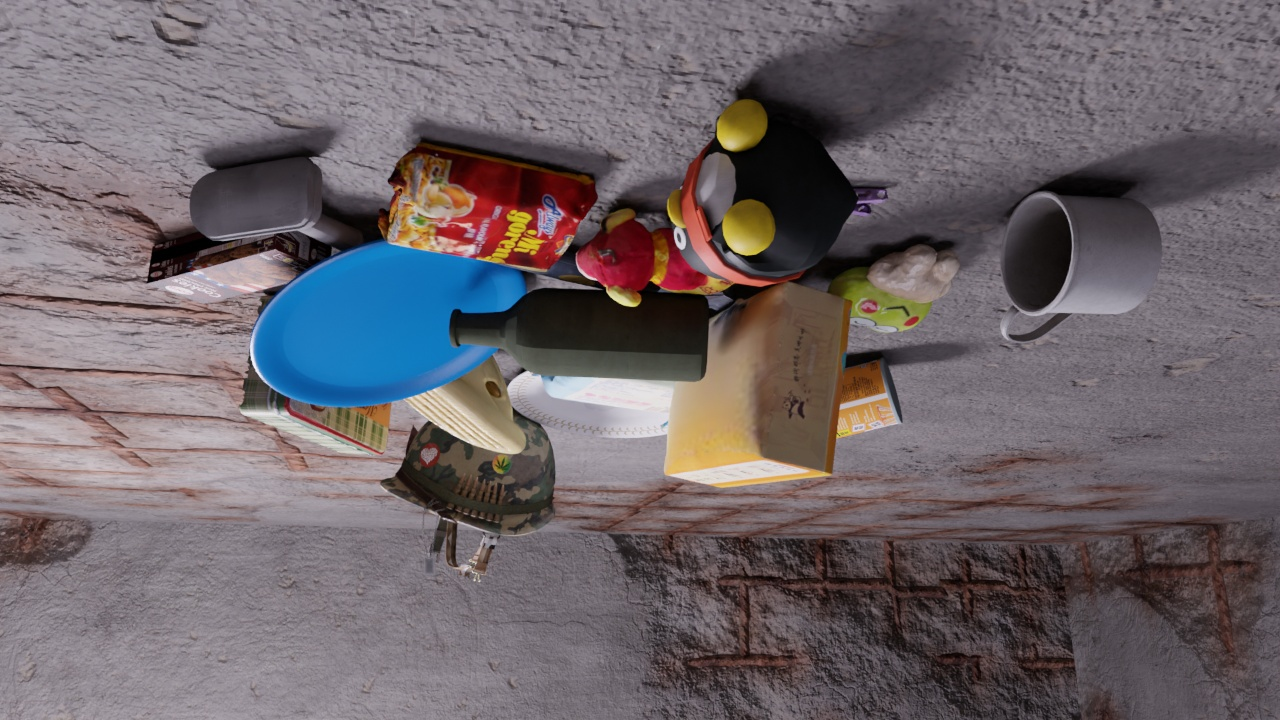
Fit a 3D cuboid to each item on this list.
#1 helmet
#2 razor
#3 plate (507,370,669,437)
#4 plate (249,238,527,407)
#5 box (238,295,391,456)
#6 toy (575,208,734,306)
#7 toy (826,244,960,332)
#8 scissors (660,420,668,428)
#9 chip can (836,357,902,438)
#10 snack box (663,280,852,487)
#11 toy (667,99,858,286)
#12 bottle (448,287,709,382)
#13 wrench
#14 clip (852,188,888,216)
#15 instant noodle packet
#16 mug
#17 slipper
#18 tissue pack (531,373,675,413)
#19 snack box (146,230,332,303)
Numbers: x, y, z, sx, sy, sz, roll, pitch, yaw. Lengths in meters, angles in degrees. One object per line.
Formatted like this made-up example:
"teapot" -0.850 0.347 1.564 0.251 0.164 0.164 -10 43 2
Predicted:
"helmet" -0.219 0.170 1.179 0.224 0.236 0.193 -3 -170 -25
"razor" -0.231 -0.097 0.631 0.088 0.047 0.116 -5 170 16
"plate" -0.038 0.044 1.099 0.242 0.016 0.243 3 156 1
"plate" -0.203 -0.034 0.754 0.224 0.024 0.225 -20 153 -11
"box" -0.302 0.020 0.888 0.050 0.117 0.205 2 162 10
"toy" 0.027 -0.074 0.668 0.137 0.067 0.106 0 162 -27
"toy" 0.205 -0.058 0.745 0.092 0.046 0.115 13 152 -21
"scissors" 0.084 0.036 1.011 0.134 0.012 0.134 -32 177 -29
"chip can" 0.177 0.061 1.031 0.215 0.075 0.075 -16 159 20
"snack box" 0.088 0.026 0.785 0.080 0.145 0.196 15 165 -18
"toy" 0.064 -0.089 0.556 0.099 0.097 0.119 5 166 -31
"bottle" -0.049 -0.022 0.742 0.207 0.071 0.071 2 164 3
"wrench" -0.026 -0.068 0.748 0.273 0.022 0.074 12 161 -37
"clip" 0.144 -0.108 0.632 0.050 0.014 0.046 -6 165 10
"instant noodle packet" -0.105 -0.100 0.616 0.135 0.039 0.099 8 155 -22
"mug" 0.298 -0.060 0.638 0.070 0.084 0.113 1 125 -10
"slipper" -0.201 0.006 0.916 0.111 0.079 0.261 5 151 34
"tissue pack" -0.005 0.005 0.917 0.181 0.070 0.112 10 161 -26
"snack box" -0.307 -0.077 0.702 0.141 0.031 0.051 -9 161 27
